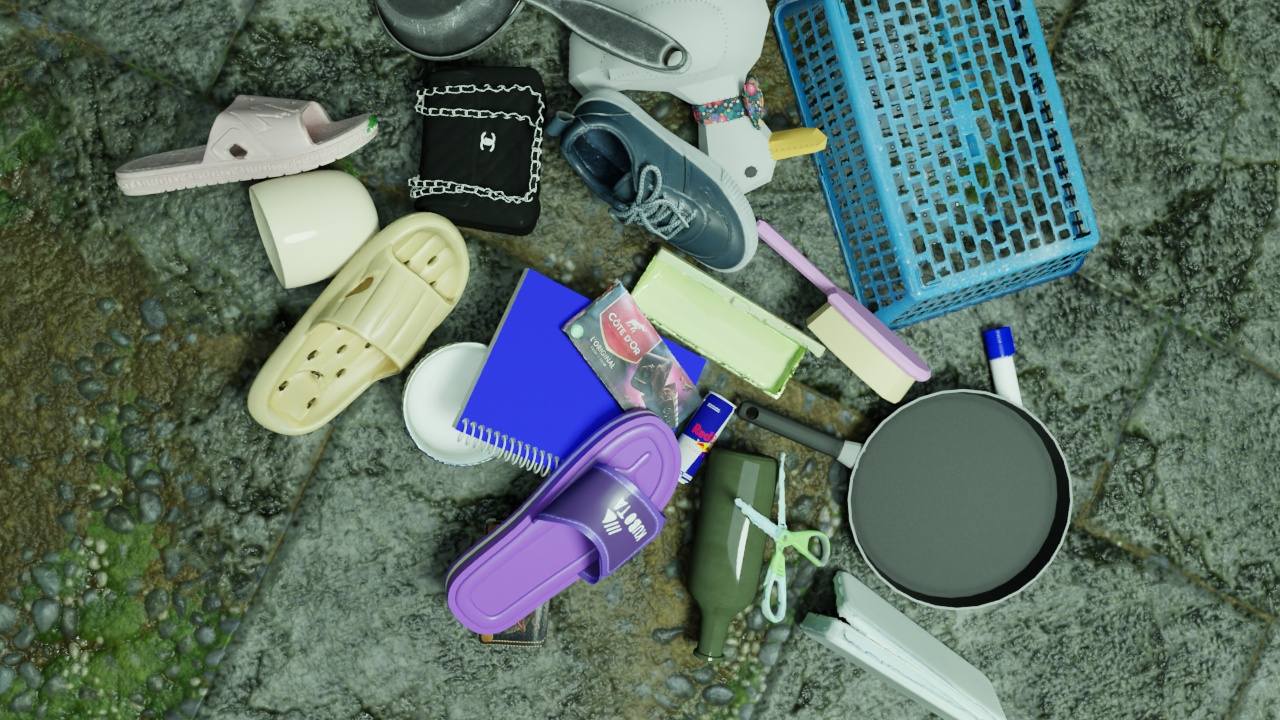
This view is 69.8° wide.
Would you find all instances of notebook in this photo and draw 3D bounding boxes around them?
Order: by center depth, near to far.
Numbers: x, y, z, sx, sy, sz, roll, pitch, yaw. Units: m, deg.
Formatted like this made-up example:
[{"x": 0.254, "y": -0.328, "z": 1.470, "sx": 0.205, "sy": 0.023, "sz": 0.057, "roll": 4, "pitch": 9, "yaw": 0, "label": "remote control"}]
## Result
[{"x": -0.055, "y": 0.035, "z": 0.884, "sx": 0.209, "sy": 0.022, "sz": 0.171, "roll": 26, "pitch": 85, "yaw": -26, "label": "notebook"}]

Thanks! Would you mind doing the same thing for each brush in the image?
[{"x": 0.187, "y": -0.051, "z": 0.908, "sx": 0.228, "sy": 0.089, "sz": 0.043, "roll": 46, "pitch": 109, "yaw": 16, "label": "brush"}]

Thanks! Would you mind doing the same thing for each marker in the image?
[{"x": 0.387, "y": 0.032, "z": 0.965, "sx": 0.027, "sy": 0.023, "sz": 0.133, "roll": -13, "pitch": 92, "yaw": -24, "label": "marker"}]

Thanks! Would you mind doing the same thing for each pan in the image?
[{"x": -0.110, "y": -0.337, "z": 0.832, "sx": 0.357, "sy": 0.055, "sz": 0.187, "roll": 30, "pitch": 99, "yaw": 22, "label": "pan"}, {"x": 0.263, "y": 0.115, "z": 0.939, "sx": 0.356, "sy": 0.034, "sz": 0.225, "roll": 23, "pitch": 94, "yaw": -1, "label": "pan"}]

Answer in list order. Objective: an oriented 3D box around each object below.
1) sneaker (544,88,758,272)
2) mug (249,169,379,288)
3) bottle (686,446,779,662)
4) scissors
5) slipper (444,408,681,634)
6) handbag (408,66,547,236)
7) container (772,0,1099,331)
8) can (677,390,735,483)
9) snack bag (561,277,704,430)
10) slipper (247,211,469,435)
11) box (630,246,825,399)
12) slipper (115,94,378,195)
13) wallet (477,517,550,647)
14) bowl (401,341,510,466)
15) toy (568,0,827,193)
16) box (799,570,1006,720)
[{"x": 0.015, "y": -0.160, "z": 0.871, "sx": 0.235, "sy": 0.089, "sz": 0.087, "roll": 39, "pitch": 42, "yaw": -12, "label": "sneaker"}, {"x": -0.302, "y": -0.135, "z": 0.858, "sx": 0.099, "sy": 0.096, "sz": 0.120, "roll": -21, "pitch": 55, "yaw": -24, "label": "mug"}, {"x": 0.086, "y": 0.192, "z": 0.909, "sx": 0.071, "sy": 0.071, "sz": 0.206, "roll": 11, "pitch": 89, "yaw": -6, "label": "bottle"}, {"x": 0.137, "y": 0.179, "z": 0.894, "sx": 0.171, "sy": 0.025, "sz": 0.159, "roll": 37, "pitch": 77, "yaw": -37, "label": "scissors"}, {"x": -0.060, "y": 0.166, "z": 0.849, "sx": 0.266, "sy": 0.084, "sz": 0.107, "roll": -39, "pitch": 116, "yaw": -2, "label": "slipper"}, {"x": -0.154, "y": -0.201, "z": 0.861, "sx": 0.125, "sy": 0.114, "sz": 0.153, "roll": 4, "pitch": 93, "yaw": -4, "label": "handbag"}, {"x": 0.309, "y": -0.232, "z": 0.923, "sx": 0.257, "sy": 0.089, "sz": 0.362, "roll": -18, "pitch": 92, "yaw": -6, "label": "container"}, {"x": 0.058, "y": 0.078, "z": 0.925, "sx": 0.032, "sy": 0.032, "sz": 0.095, "roll": 33, "pitch": 87, "yaw": -5, "label": "can"}, {"x": -0.005, "y": 0.005, "z": 0.884, "sx": 0.074, "sy": 0.018, "sz": 0.155, "roll": -42, "pitch": 109, "yaw": -15, "label": "snack bag"}, {"x": -0.251, "y": -0.018, "z": 0.851, "sx": 0.261, "sy": 0.079, "sz": 0.111, "roll": -45, "pitch": 138, "yaw": 2, "label": "slipper"}, {"x": 0.078, "y": -0.034, "z": 0.911, "sx": 0.188, "sy": 0.091, "sz": 0.083, "roll": 31, "pitch": 104, "yaw": -2, "label": "box"}, {"x": -0.366, "y": -0.206, "z": 0.843, "sx": 0.239, "sy": 0.094, "sz": 0.064, "roll": -12, "pitch": 119, "yaw": -2, "label": "slipper"}, {"x": -0.123, "y": 0.220, "z": 0.912, "sx": 0.072, "sy": 0.019, "sz": 0.123, "roll": 5, "pitch": 90, "yaw": -6, "label": "wallet"}, {"x": -0.173, "y": 0.037, "z": 0.878, "sx": 0.118, "sy": 0.062, "sz": 0.118, "roll": -4, "pitch": 100, "yaw": -24, "label": "bowl"}, {"x": 0.051, "y": -0.288, "z": 0.878, "sx": 0.247, "sy": 0.140, "sz": 0.268, "roll": -1, "pitch": 115, "yaw": 10, "label": "toy"}, {"x": 0.258, "y": 0.314, "z": 0.916, "sx": 0.215, "sy": 0.122, "sz": 0.083, "roll": 37, "pitch": 109, "yaw": 0, "label": "box"}]
